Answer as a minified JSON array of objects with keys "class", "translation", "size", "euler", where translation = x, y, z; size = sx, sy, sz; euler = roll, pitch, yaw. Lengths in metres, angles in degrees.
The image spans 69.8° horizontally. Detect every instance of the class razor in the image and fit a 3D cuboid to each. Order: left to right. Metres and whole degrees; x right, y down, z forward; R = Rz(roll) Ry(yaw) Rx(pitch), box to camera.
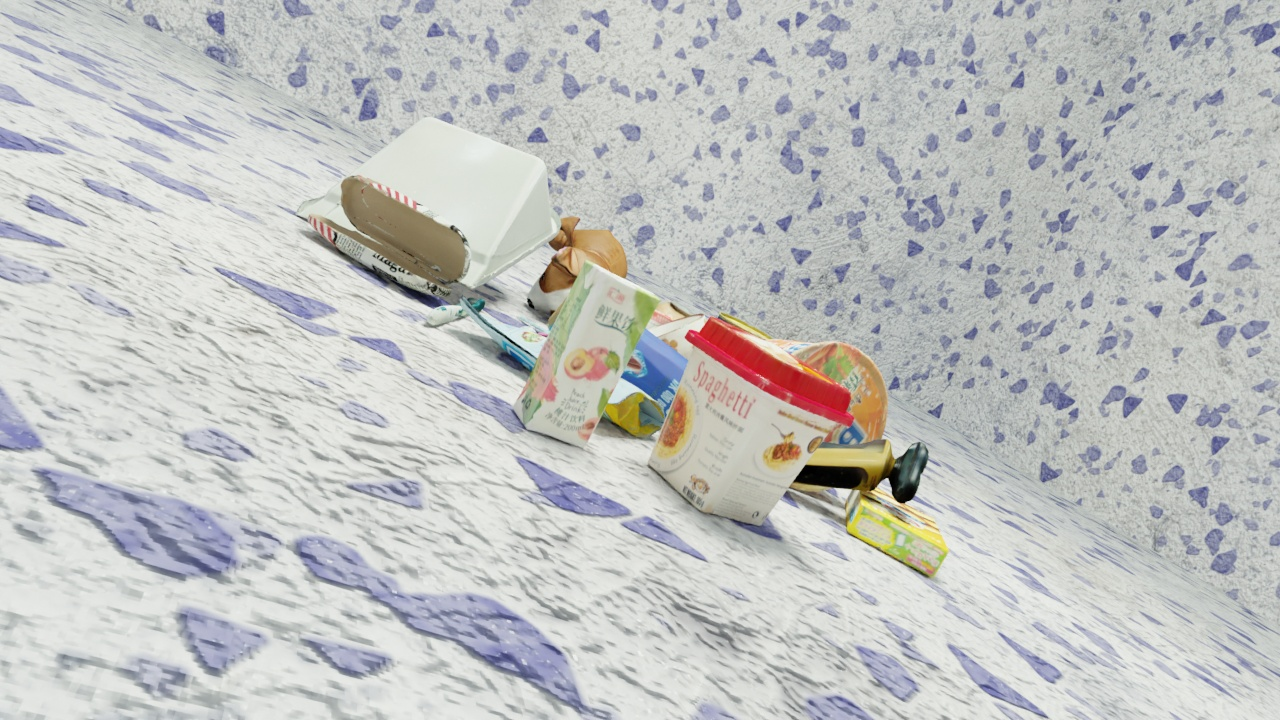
[{"class":"razor","translation":[0.186,0.101,0.854],"size":[0.167,0.062,0.067],"euler":[4,37,-6]}]

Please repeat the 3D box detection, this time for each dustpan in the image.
[{"class":"dustpan","translation":[-0.210,-0.164,1.054],"size":[0.223,0.257,0.143],"euler":[23,-33,13]}]

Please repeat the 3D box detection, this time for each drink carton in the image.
[{"class":"drink carton","translation":[-0.040,-0.005,0.652],"size":[0.053,0.122,0.045],"euler":[22,9,-32]}]

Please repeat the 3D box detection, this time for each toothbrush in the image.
[{"class":"toothbrush","translation":[-0.174,-0.048,0.864],"size":[0.018,0.016,0.191],"euler":[18,8,1]}]

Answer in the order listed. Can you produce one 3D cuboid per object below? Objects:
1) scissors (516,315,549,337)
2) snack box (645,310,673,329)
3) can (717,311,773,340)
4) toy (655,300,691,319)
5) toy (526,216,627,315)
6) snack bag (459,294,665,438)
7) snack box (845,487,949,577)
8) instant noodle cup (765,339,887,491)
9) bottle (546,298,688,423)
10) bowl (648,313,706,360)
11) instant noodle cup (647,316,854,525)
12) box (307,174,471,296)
[{"class":"scissors","translation":[-0.097,-0.026,0.982],"size":[0.134,0.017,0.113],"euler":[28,12,37]},{"class":"snack box","translation":[0.045,-0.004,1.090],"size":[0.153,0.075,0.025],"euler":[26,9,-12]},{"class":"can","translation":[0.098,0.011,1.045],"size":[0.075,0.111,0.075],"euler":[27,10,-5]},{"class":"toy","translation":[0.102,-0.007,1.278],"size":[0.226,0.083,0.143],"euler":[30,17,-4]},{"class":"toy","translation":[-0.081,-0.102,1.151],"size":[0.199,0.130,0.140],"euler":[-96,163,-67]},{"class":"snack bag","translation":[-0.069,0.004,0.800],"size":[0.191,0.039,0.110],"euler":[31,7,29]},{"class":"snack box","translation":[0.244,0.158,0.885],"size":[0.087,0.034,0.140],"euler":[28,10,10]},{"class":"instant noodle cup","translation":[0.157,0.046,0.936],"size":[0.151,0.151,0.111],"euler":[24,1,-24]},{"class":"bottle","translation":[0.013,0.013,0.861],"size":[0.218,0.065,0.065],"euler":[40,7,-7]},{"class":"bowl","translation":[0.027,-0.004,1.010],"size":[0.113,0.113,0.062],"euler":[-64,133,-82]},{"class":"instant noodle cup","translation":[0.077,0.049,0.693],"size":[0.116,0.124,0.116],"euler":[20,12,-40]},{"class":"box","translation":[-0.247,-0.111,0.885],"size":[0.163,0.076,0.087],"euler":[29,44,13]}]
